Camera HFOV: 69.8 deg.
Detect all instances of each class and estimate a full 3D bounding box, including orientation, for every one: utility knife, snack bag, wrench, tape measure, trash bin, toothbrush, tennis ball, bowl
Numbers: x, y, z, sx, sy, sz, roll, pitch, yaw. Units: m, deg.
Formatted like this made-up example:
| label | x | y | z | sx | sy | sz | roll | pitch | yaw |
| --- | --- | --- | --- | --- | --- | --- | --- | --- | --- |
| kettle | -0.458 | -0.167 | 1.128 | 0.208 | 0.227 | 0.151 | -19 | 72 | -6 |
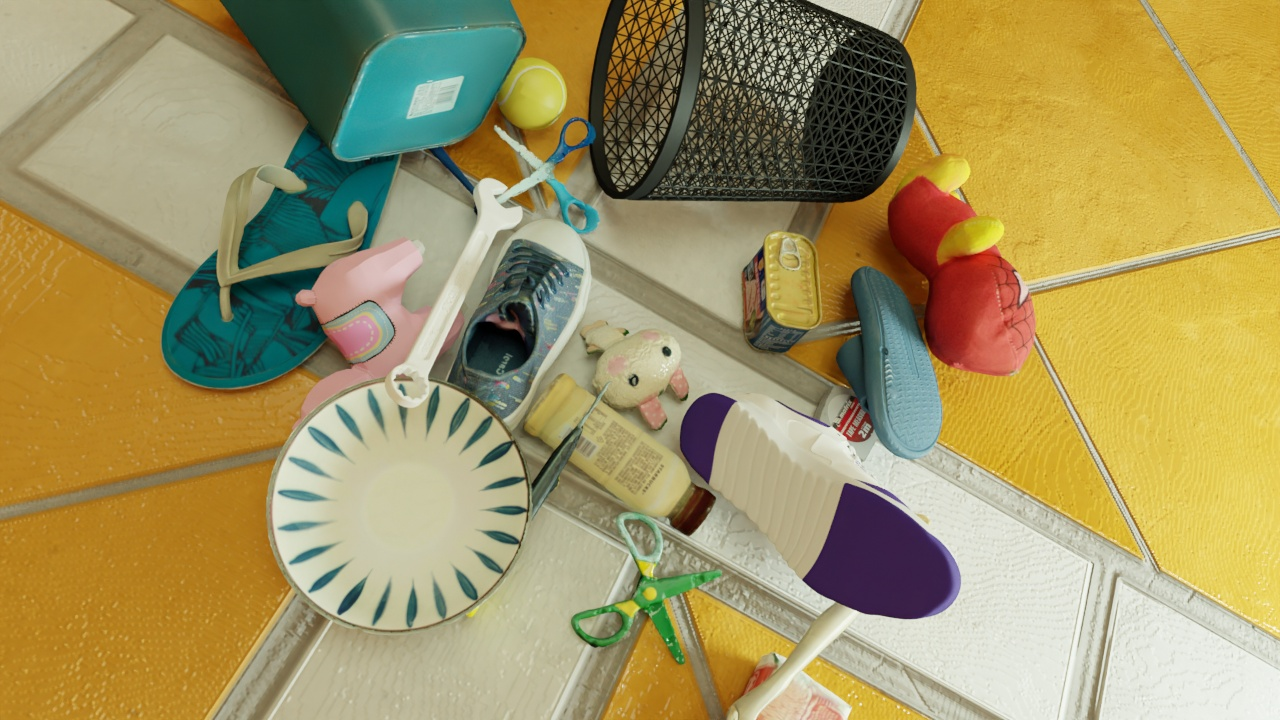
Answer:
| label | x | y | z | sx | sy | sz | roll | pitch | yaw |
| --- | --- | --- | --- | --- | --- | --- | --- | --- | --- |
| utility knife | -0.077 | 0.100 | 0.686 | 0.020 | 0.029 | 0.203 | 33 | 82 | -5 |
| snack bag | 0.101 | 0.289 | 0.687 | 0.077 | 0.036 | 0.115 | 34 | 61 | 1 |
| wrench | -0.140 | -0.062 | 0.710 | 0.047 | 0.009 | 0.272 | 37 | 38 | -20 |
| tape measure | 0.188 | 0.057 | 0.832 | 0.062 | 0.020 | 0.060 | 39 | 55 | 2 |
| trash bin | -0.225 | -0.304 | 0.760 | 0.196 | 0.200 | 0.218 | -23 | 77 | -39 |
| toothbrush | -0.191 | -0.194 | 0.832 | 0.016 | 0.017 | 0.190 | -35 | 78 | -36 |
| trash bin | 0.104 | -0.243 | 0.848 | 0.243 | 0.218 | 0.216 | 4 | 65 | -24 |
| tennis ball | -0.101 | -0.248 | 0.856 | 0.065 | 0.065 | 0.065 | 7 | 64 | -15 |
| bowl | -0.168 | 0.103 | 0.659 | 0.177 | 0.071 | 0.177 | 2 | 78 | -10 |

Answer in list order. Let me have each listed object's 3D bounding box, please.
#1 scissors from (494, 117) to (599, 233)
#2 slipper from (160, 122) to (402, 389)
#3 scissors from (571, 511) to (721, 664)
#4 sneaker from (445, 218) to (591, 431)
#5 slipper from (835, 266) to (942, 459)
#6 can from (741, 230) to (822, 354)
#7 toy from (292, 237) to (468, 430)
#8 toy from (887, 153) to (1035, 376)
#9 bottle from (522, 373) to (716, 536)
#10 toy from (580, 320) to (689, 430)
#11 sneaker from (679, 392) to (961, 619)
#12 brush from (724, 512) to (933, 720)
| label | x | y | z | sx | sy | sz | roll | pitch | yaw |
| --- | --- | --- | --- | --- | --- | --- | --- | --- | --- |
| scissors | -0.080 | -0.176 | 0.841 | 0.127 | 0.014 | 0.133 | 36 | 70 | -14 |
| slipper | -0.274 | -0.106 | 0.740 | 0.118 | 0.060 | 0.294 | 24 | 61 | -10 |
| scissors | 0.004 | 0.177 | 0.711 | 0.125 | 0.011 | 0.131 | -13 | 86 | -16 |
| sneaker | -0.092 | -0.041 | 0.741 | 0.087 | 0.079 | 0.234 | 21 | 50 | -4 |
| slipper | 0.226 | 0.002 | 0.847 | 0.103 | 0.059 | 0.213 | 30 | 43 | -27 |
| can | 0.129 | -0.062 | 0.847 | 0.054 | 0.059 | 0.099 | 8 | 64 | -14 |
| toy | -0.210 | -0.012 | 0.700 | 0.157 | 0.067 | 0.123 | -47 | 114 | -29 |
| toy | 0.306 | -0.082 | 0.880 | 0.099 | 0.147 | 0.216 | -20 | 70 | 16 |
| bottle | -0.015 | 0.078 | 0.737 | 0.162 | 0.057 | 0.056 | 36 | 60 | 1 |
| toy | -0.005 | 0.005 | 0.783 | 0.087 | 0.050 | 0.112 | -37 | 87 | -29 |
| sneaker | 0.149 | 0.107 | 0.731 | 0.244 | 0.092 | 0.111 | 38 | 23 | 27 |
| brush | 0.149 | 0.197 | 0.713 | 0.077 | 0.062 | 0.271 | 39 | 49 | 17 |
